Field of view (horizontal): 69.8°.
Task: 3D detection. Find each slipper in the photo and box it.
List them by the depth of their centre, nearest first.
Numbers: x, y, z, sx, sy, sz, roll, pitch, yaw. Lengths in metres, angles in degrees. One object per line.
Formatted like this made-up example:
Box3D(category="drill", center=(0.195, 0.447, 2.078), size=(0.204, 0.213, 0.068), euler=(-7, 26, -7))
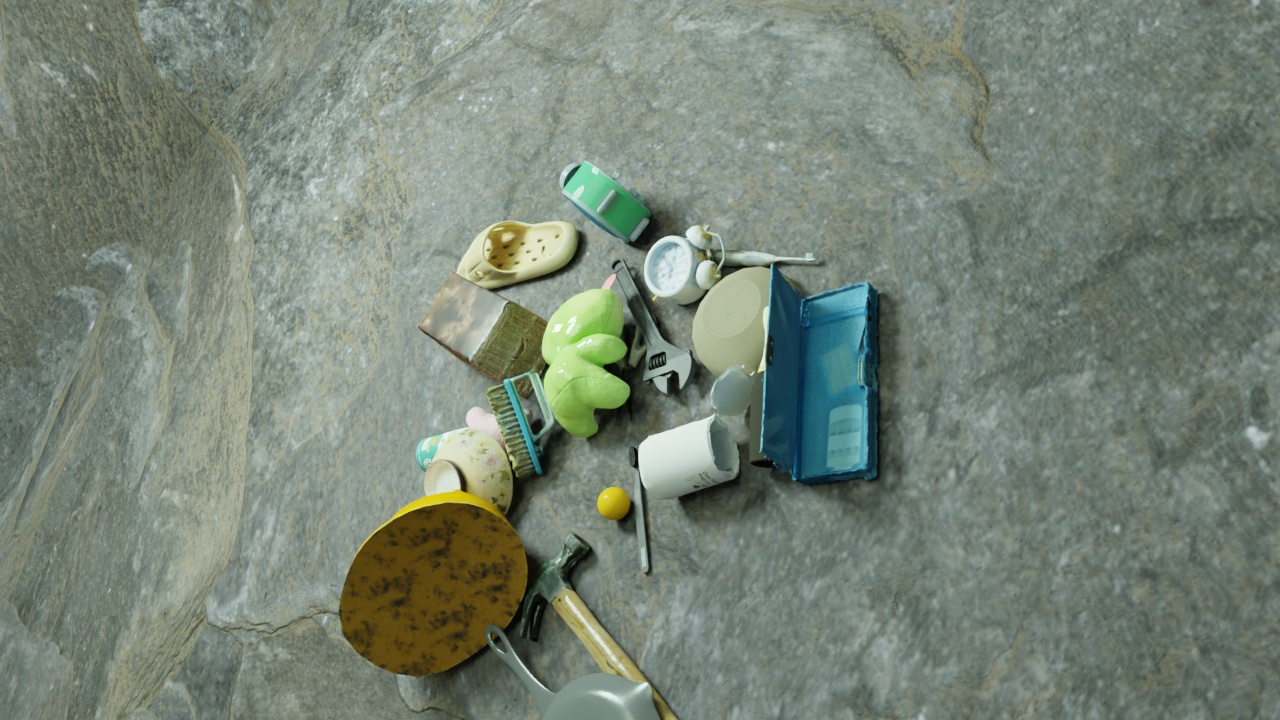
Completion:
Box3D(category="slipper", center=(-0.212, -0.182, 1.461), size=(0.262, 0.079, 0.111), euler=(-5, 59, 37))

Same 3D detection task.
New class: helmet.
Box3D(category="helmet", center=(-0.256, 0.260, 1.171), size=(0.256, 0.205, 0.131), euler=(-51, 16, 12))

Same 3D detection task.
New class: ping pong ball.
Box3D(category="ping pong ball", center=(-0.033, 0.175, 1.120), size=(0.040, 0.040, 0.040), euler=(-20, 53, 29))

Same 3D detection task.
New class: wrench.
Box3D(category="wrench", center=(0.007, -0.052, 1.224), size=(0.073, 0.018, 0.273), euler=(-37, 46, 13))

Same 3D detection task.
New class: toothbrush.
Box3D(category="toothbrush", center=(-0.001, 0.178, 1.113), size=(0.013, 0.013, 0.167), euler=(-25, 54, 26))
Box3D(category="toothbrush", center=(0.144, -0.130, 1.172), size=(0.186, 0.022, 0.024), euler=(9, 89, 44))

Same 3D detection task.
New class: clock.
Box3D(category="clock", center=(0.061, -0.125, 1.200), size=(0.126, 0.051, 0.088), euler=(-25, 69, 36))
Box3D(category="clock", center=(-0.056, -0.239, 1.333), size=(0.075, 0.122, 0.161), euler=(-52, 40, 3))

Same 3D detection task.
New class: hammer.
Box3D(category="hammer", center=(-0.032, 0.338, 1.028), size=(0.132, 0.033, 0.330), euler=(-51, 45, 0))

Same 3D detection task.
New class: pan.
Box3D(category="pan", center=(-0.087, 0.404, 1.008), size=(0.355, 0.024, 0.216), euler=(36, 99, 43))

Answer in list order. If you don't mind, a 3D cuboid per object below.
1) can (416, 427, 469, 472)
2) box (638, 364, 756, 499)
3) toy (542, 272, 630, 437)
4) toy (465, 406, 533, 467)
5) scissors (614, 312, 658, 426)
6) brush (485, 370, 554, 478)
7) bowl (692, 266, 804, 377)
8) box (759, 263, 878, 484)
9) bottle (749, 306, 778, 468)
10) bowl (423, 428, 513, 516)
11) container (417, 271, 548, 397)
Box3D(category="can", center=(-0.276, 0.132, 1.337), size=(0.102, 0.055, 0.054), euler=(-16, 56, 32))
Box3D(category="box", center=(0.071, 0.083, 1.064), size=(0.147, 0.084, 0.136), euler=(-20, 48, 28))
Box3D(category="toy", center=(-0.079, -0.010, 1.216), size=(0.151, 0.107, 0.196), euler=(-45, 47, 41))
Box3D(category="toy", center=(-0.201, 0.112, 1.287), size=(0.099, 0.053, 0.095), euler=(-1, 78, 13))
Box3D(category="scissors", center=(-0.022, 0.009, 1.233), size=(0.150, 0.012, 0.165), euler=(26, 85, 46))
Box3D(category="brush", center=(-0.153, 0.088, 1.238), size=(0.075, 0.055, 0.136), euler=(-19, 90, -6))
Box3D(category="bowl", center=(0.123, -0.052, 1.120), size=(0.153, 0.050, 0.152), euler=(-20, 53, 30))
Box3D(category="box", center=(0.192, 0.006, 0.984), size=(0.094, 0.112, 0.231), euler=(-12, 58, 35))
Box3D(category="bottle", center=(0.148, 0.027, 1.034), size=(0.045, 0.045, 0.184), euler=(-9, 69, 36))
Box3D(category="bowl", center=(-0.247, 0.166, 1.247), size=(0.145, 0.063, 0.145), euler=(1, 91, 34))
Box3D(category="container", center=(-0.227, -0.042, 1.362), size=(0.199, 0.112, 0.113), euler=(25, 82, 46))
